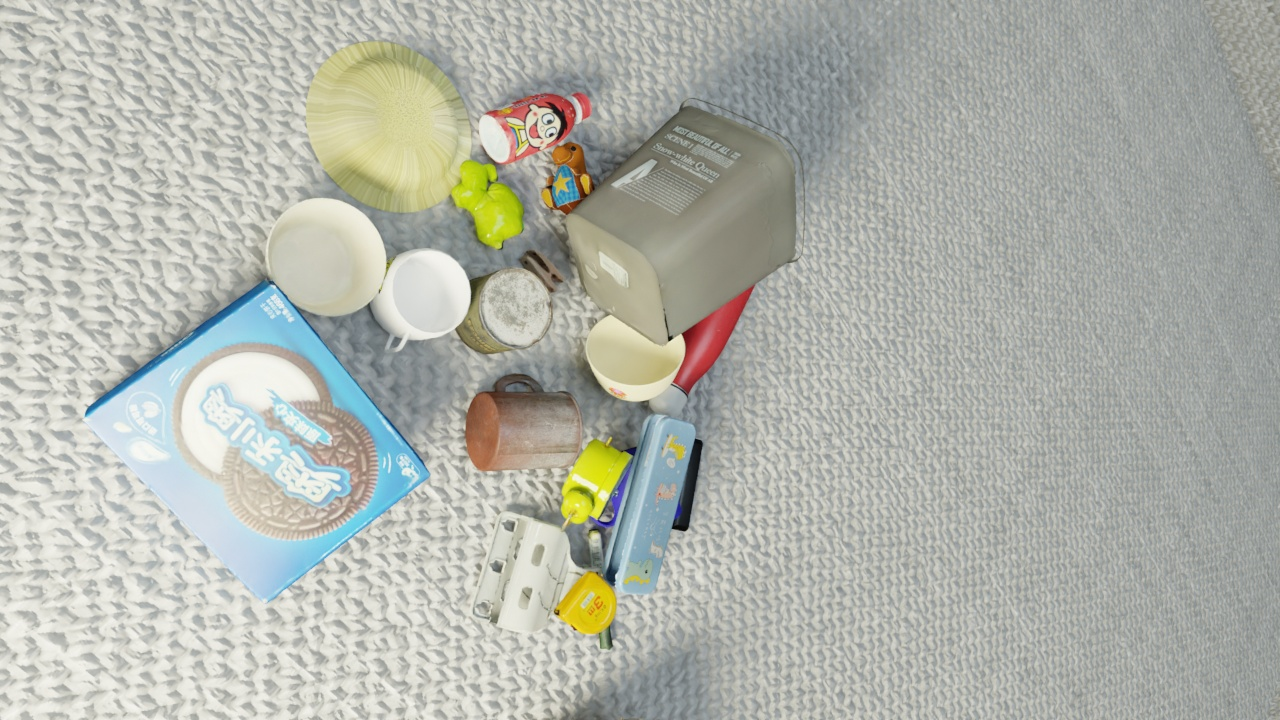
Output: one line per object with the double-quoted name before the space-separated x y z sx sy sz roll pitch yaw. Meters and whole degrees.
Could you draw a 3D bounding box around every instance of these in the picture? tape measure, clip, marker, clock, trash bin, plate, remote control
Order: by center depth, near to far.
"plate" -0.257 -0.253 0.979 0.184 0.036 0.184 2 86 -36
"clock" -0.054 0.144 1.032 0.057 0.083 0.118 30 71 4
"tape measure" -0.057 0.276 1.034 0.068 0.030 0.059 -50 117 -23
"clip" -0.107 0.250 1.043 0.150 0.089 0.125 22 77 -22
"clip" -0.113 -0.108 1.084 0.049 0.026 0.061 -22 102 -36
"trash bin" 0.049 -0.156 1.088 0.219 0.197 0.198 -40 144 -23
"marker" -0.049 0.278 1.115 0.017 0.017 0.146 -7 92 -36
"remote control" 0.061 0.162 1.203 0.028 0.012 0.124 17 78 -34

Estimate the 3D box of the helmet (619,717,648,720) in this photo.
"helmet" -0.018 0.489 0.992 0.224 0.237 0.192 35 53 -26

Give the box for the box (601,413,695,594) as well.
"box" 0.017 0.167 1.055 0.067 0.052 0.209 17 88 -22

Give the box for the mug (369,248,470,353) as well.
"mug" -0.237 -0.059 0.964 0.094 0.068 0.115 32 70 -30

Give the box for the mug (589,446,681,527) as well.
"mug" -0.014 0.160 1.115 0.111 0.079 0.083 -18 99 -12

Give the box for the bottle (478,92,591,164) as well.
"bottle" -0.117 -0.277 1.067 0.137 0.062 0.062 -32 106 -32

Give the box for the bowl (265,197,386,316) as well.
"bowl" -0.319 -0.098 0.910 0.115 0.063 0.115 2 87 -36

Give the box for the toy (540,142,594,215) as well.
"toy" -0.071 -0.215 1.115 0.103 0.071 0.090 18 63 -57

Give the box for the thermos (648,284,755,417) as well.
"thermos" 0.076 -0.033 1.186 0.073 0.073 0.239 39 67 -28

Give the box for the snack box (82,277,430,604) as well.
"snack box" -0.346 0.076 0.852 0.195 0.056 0.239 -39 112 -11

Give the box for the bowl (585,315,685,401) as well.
"bowl" -0.007 0.007 1.118 0.117 0.118 0.074 -43 154 -29

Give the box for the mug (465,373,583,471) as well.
"mug" -0.135 0.065 1.029 0.110 0.096 0.123 6 48 -39

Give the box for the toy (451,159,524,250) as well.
"toy" -0.172 -0.177 1.038 0.093 0.036 0.094 22 71 -29

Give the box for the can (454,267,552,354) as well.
"can" -0.155 -0.054 1.020 0.089 0.075 0.090 3 84 -35
